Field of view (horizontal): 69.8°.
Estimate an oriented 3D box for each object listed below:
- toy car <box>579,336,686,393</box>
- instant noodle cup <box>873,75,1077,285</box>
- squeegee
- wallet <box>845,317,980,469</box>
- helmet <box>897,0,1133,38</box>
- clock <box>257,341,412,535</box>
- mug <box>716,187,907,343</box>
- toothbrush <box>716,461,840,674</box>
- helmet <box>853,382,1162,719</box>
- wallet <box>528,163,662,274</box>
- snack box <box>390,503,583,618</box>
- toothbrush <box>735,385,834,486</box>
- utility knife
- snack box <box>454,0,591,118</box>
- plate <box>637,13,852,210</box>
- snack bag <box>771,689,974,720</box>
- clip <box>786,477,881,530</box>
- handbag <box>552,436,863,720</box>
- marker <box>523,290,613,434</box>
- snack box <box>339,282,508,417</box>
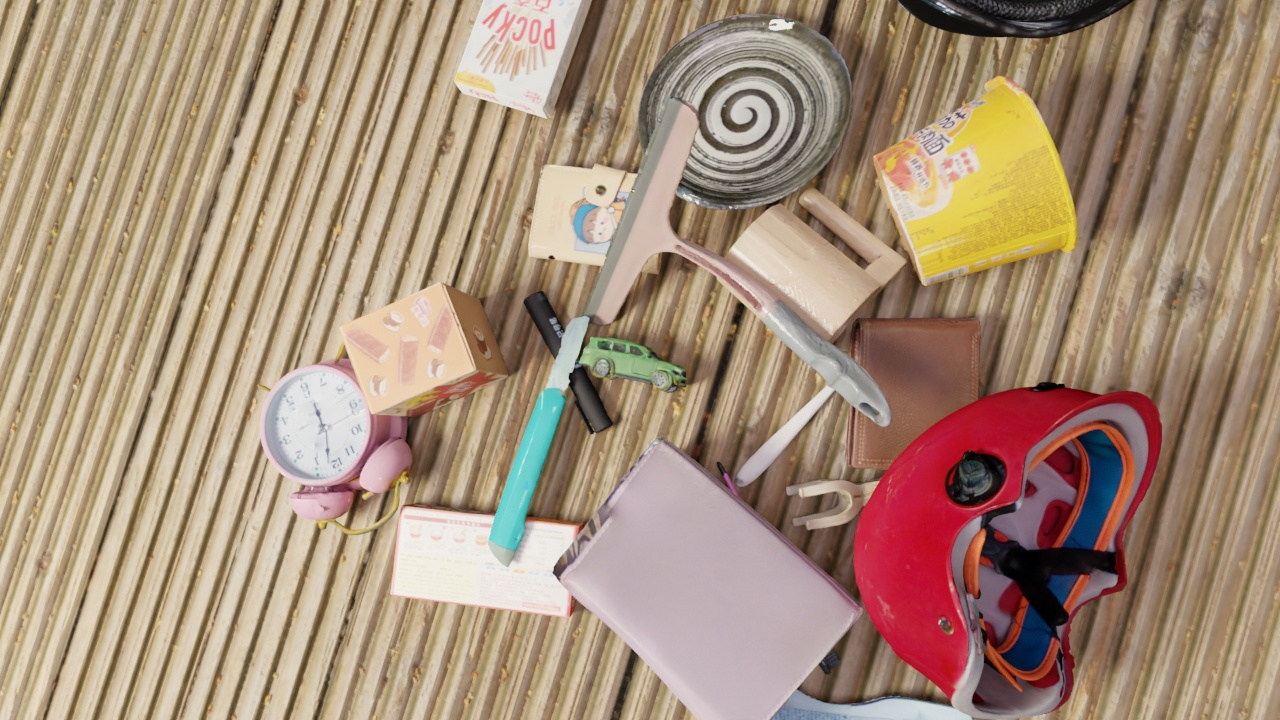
[{"bbox_3d":[-0.005,0.004,0.759,0.091,0.043,0.036,16,87,9],"label":"toy car"},{"bbox_3d":[0.246,-0.126,0.692,0.110,0.138,0.138,-21,82,15],"label":"instant noodle cup"},{"bbox_3d":[0.088,-0.038,0.682,0.249,0.248,0.040,38,52,9],"label":"squeegee"},{"bbox_3d":[0.215,0.027,0.722,0.101,0.032,0.124,1,92,-2],"label":"wallet"},{"bbox_3d":[0.263,-0.353,0.656,0.233,0.230,0.275,0,93,2],"label":"helmet"},{"bbox_3d":[-0.257,0.072,0.784,0.117,0.060,0.158,-27,84,6],"label":"clock"},{"bbox_3d":[0.137,-0.074,0.732,0.103,0.084,0.124,43,68,11],"label":"mug"},{"bbox_3d":[0.110,0.165,0.744,0.018,0.014,0.189,-27,81,-5],"label":"toothbrush"},{"bbox_3d":[0.243,0.116,0.647,0.144,0.206,0.240,25,87,50],"label":"helmet"},{"bbox_3d":[-0.034,-0.124,0.786,0.115,0.024,0.087,9,92,11],"label":"wallet"},{"bbox_3d":[-0.129,0.168,0.773,0.156,0.027,0.077,5,86,9],"label":"snack box"},{"bbox_3d":[0.141,0.037,0.748,0.016,0.016,0.180,44,93,11],"label":"toothbrush"},{"bbox_3d":[-0.083,0.064,0.760,0.029,0.013,0.216,18,85,13],"label":"utility knife"},{"bbox_3d":[-0.094,-0.296,0.793,0.085,0.027,0.156,18,85,9],"label":"snack box"},{"bbox_3d":[0.085,-0.204,0.762,0.180,0.024,0.179,-4,73,14],"label":"plate"},{"bbox_3d":[0.156,0.311,0.713,0.191,0.039,0.110,5,81,7],"label":"snack bag"},{"bbox_3d":[0.163,0.108,0.714,0.103,0.092,0.035,-11,83,19],"label":"clip"},{"bbox_3d":[0.049,0.176,0.700,0.197,0.098,0.145,40,85,18],"label":"handbag"},{"bbox_3d":[-0.062,0.002,0.781,0.022,0.020,0.132,-31,82,21],"label":"marker"},{"bbox_3d":[-0.176,-0.006,0.761,0.094,0.092,0.077,-23,82,6],"label":"snack box"}]
